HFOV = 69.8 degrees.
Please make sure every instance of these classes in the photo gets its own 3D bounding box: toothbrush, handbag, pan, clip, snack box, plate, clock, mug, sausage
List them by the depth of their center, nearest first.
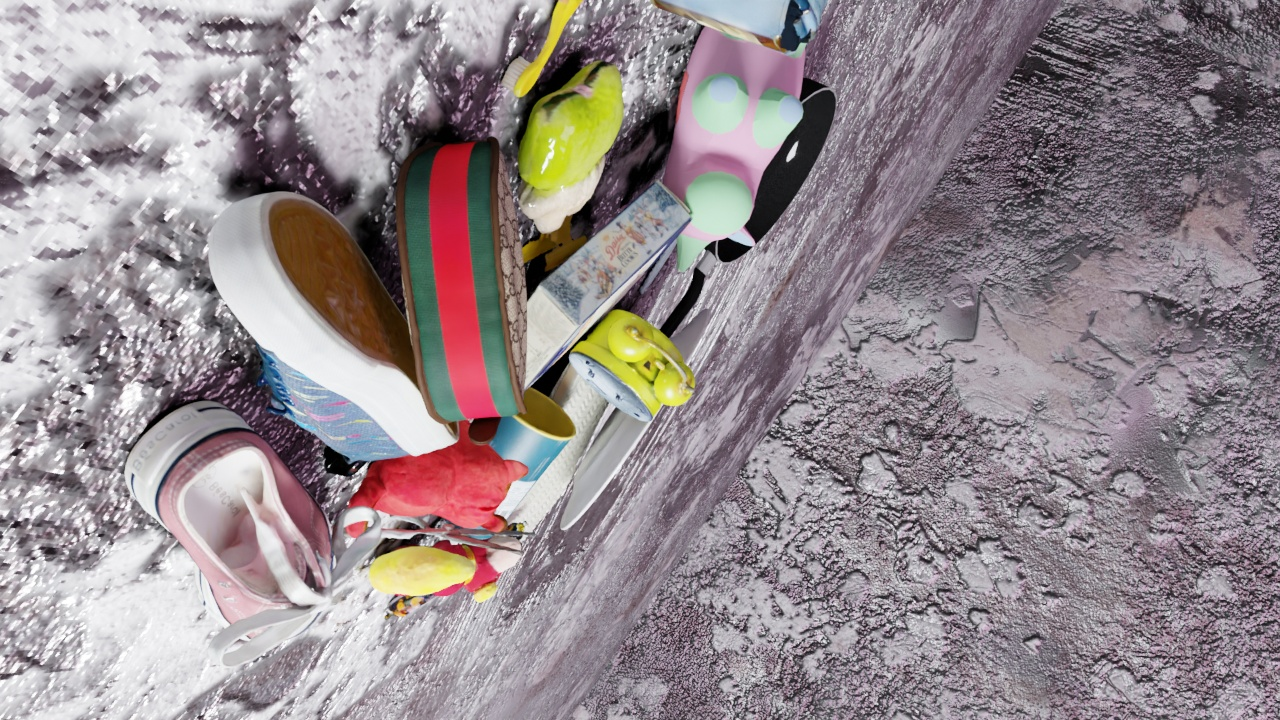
[{"bbox_3d":[-0.091,-0.040,0.521,0.138,0.063,0.166,-85,170,-74],"label":"handbag"},{"bbox_3d":[-0.038,-0.209,0.528,0.135,0.016,0.021,-57,163,-6],"label":"toothbrush"},{"bbox_3d":[0.090,-0.288,0.565,0.191,0.122,0.118,-54,154,-10],"label":"handbag"},{"bbox_3d":[-0.060,-0.092,0.674,0.048,0.045,0.054,-36,179,40],"label":"clip"},{"bbox_3d":[-0.042,-0.051,0.700,0.144,0.042,0.145,-47,-178,-34],"label":"snack box"},{"bbox_3d":[-0.004,0.004,0.705,0.057,0.083,0.119,-51,-161,-16],"label":"clock"},{"bbox_3d":[-0.119,0.088,0.780,0.121,0.078,0.078,-56,166,15],"label":"mug"},{"bbox_3d":[-0.011,0.049,0.847,0.242,0.016,0.242,-56,-176,6],"label":"plate"},{"bbox_3d":[-0.170,0.195,0.853,0.155,0.020,0.020,-32,160,-8],"label":"sausage"},{"bbox_3d":[0.082,-0.133,0.944,0.356,0.044,0.204,-54,164,3],"label":"pan"}]

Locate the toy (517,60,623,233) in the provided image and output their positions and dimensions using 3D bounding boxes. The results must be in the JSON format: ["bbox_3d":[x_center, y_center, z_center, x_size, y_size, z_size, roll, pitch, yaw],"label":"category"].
[{"bbox_3d":[-0.048,-0.133,0.598,0.092,0.043,0.118,-49,166,-35],"label":"toy"}]

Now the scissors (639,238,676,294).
[{"bbox_3d":[0.052,-0.139,0.948,0.170,0.014,0.168,-59,164,9],"label":"scissors"}]

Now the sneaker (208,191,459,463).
[{"bbox_3d":[-0.166,-0.004,0.475,0.079,0.087,0.236,-20,157,-1],"label":"sneaker"}]

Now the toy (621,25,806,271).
[{"bbox_3d":[0.070,-0.191,0.733,0.171,0.120,0.222,144,-41,-76],"label":"toy"}]

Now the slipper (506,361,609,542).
[{"bbox_3d":[-0.094,0.085,0.878,0.114,0.054,0.273,-24,149,-57],"label":"slipper"}]

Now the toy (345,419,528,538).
[{"bbox_3d":[-0.147,0.090,0.654,0.132,0.094,0.088,-27,147,-58],"label":"toy"}]

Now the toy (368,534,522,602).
[{"bbox_3d":[-0.171,0.178,0.783,0.137,0.106,0.067,6,77,-57],"label":"toy"}]

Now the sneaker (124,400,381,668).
[{"bbox_3d":[-0.207,0.114,0.524,0.118,0.088,0.242,-48,162,-28],"label":"sneaker"}]

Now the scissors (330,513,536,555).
[{"bbox_3d":[-0.160,0.128,0.685,0.174,0.142,0.014,8,90,-39],"label":"scissors"}]

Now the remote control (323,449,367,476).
[{"bbox_3d":[-0.156,0.013,0.607,0.152,0.020,0.041,-54,165,-4],"label":"remote control"}]
